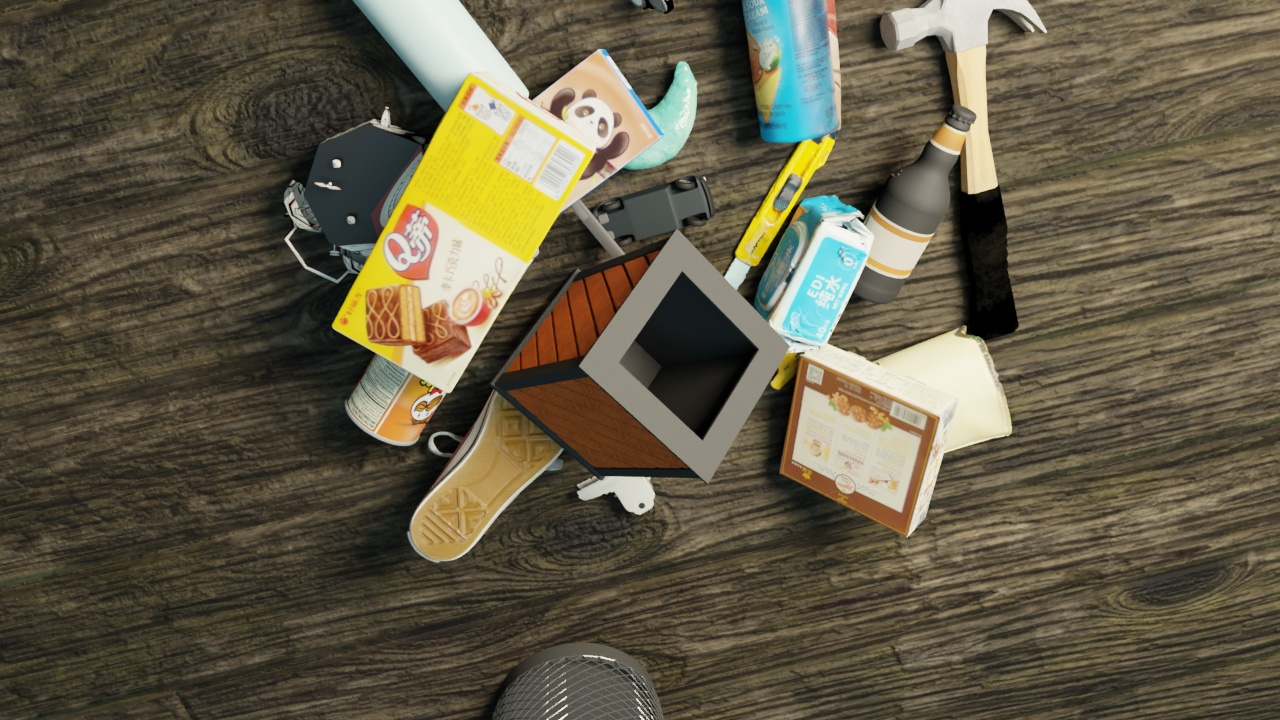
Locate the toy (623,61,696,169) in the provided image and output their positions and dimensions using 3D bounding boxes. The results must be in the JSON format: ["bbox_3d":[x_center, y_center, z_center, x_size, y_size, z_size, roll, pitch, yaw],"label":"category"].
[{"bbox_3d":[0.000,-0.209,0.794,0.105,0.033,0.085,-9,104,0],"label":"toy"}]

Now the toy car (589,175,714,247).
[{"bbox_3d":[0.010,-0.133,0.821,0.112,0.034,0.046,-14,110,14],"label":"toy car"}]

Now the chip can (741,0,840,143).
[{"bbox_3d":[0.119,-0.299,0.746,0.080,0.079,0.230,-13,114,-1],"label":"chip can"}]

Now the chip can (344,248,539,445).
[{"bbox_3d":[-0.180,-0.029,0.822,0.075,0.075,0.215,31,106,-17],"label":"chip can"}]

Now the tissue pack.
[{"bbox_3d":[0.151,-0.077,0.831,0.061,0.092,0.145,19,109,-11],"label":"tissue pack"}]

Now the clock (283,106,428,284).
[{"bbox_3d":[-0.237,-0.130,0.780,0.155,0.065,0.114,-44,110,10],"label":"clock"}]

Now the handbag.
[{"bbox_3d":[0.289,0.035,0.904,0.119,0.081,0.111,-19,106,3],"label":"handbag"}]

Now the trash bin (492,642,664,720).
[{"bbox_3d":[-0.061,0.441,0.945,0.217,0.227,0.218,-2,112,-6],"label":"trash bin"}]

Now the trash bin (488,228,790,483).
[{"bbox_3d":[-0.005,0.005,0.777,0.139,0.172,0.139,43,65,-20],"label":"trash bin"}]

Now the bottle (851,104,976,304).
[{"bbox_3d":[0.240,-0.138,0.812,0.059,0.059,0.182,15,124,-12],"label":"bottle"}]

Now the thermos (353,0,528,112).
[{"bbox_3d":[-0.177,-0.274,0.725,0.065,0.077,0.207,-22,119,36],"label":"thermos"}]

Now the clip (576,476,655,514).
[{"bbox_3d":[-0.009,0.124,0.941,0.102,0.050,0.058,-28,119,6],"label":"clip"}]

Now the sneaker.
[{"bbox_3d":[-0.132,0.083,0.870,0.118,0.088,0.241,38,82,-7],"label":"sneaker"}]

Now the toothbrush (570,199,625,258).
[{"bbox_3d":[-0.045,-0.125,0.812,0.013,0.013,0.167,-34,100,34],"label":"toothbrush"}]

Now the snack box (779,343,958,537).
[{"bbox_3d":[0.210,0.074,0.868,0.143,0.041,0.147,26,129,31],"label":"snack box"}]

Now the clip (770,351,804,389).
[{"bbox_3d":[0.136,-0.005,0.896,0.054,0.044,0.049,-44,92,13],"label":"clip"}]

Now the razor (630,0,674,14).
[{"bbox_3d":[0.029,-0.359,0.725,0.060,0.057,0.156,15,103,-42],"label":"razor"}]

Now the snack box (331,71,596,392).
[{"bbox_3d":[-0.139,-0.100,0.726,0.110,0.061,0.230,31,105,-11],"label":"snack box"}]

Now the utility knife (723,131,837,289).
[{"bbox_3d":[0.126,-0.138,0.847,0.030,0.017,0.179,28,110,-7],"label":"utility knife"}]

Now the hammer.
[{"bbox_3d":[0.309,-0.173,0.841,0.131,0.039,0.328,-16,114,-1],"label":"hammer"}]

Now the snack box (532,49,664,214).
[{"bbox_3d":[-0.066,-0.179,0.771,0.151,0.034,0.087,-34,99,15],"label":"snack box"}]
